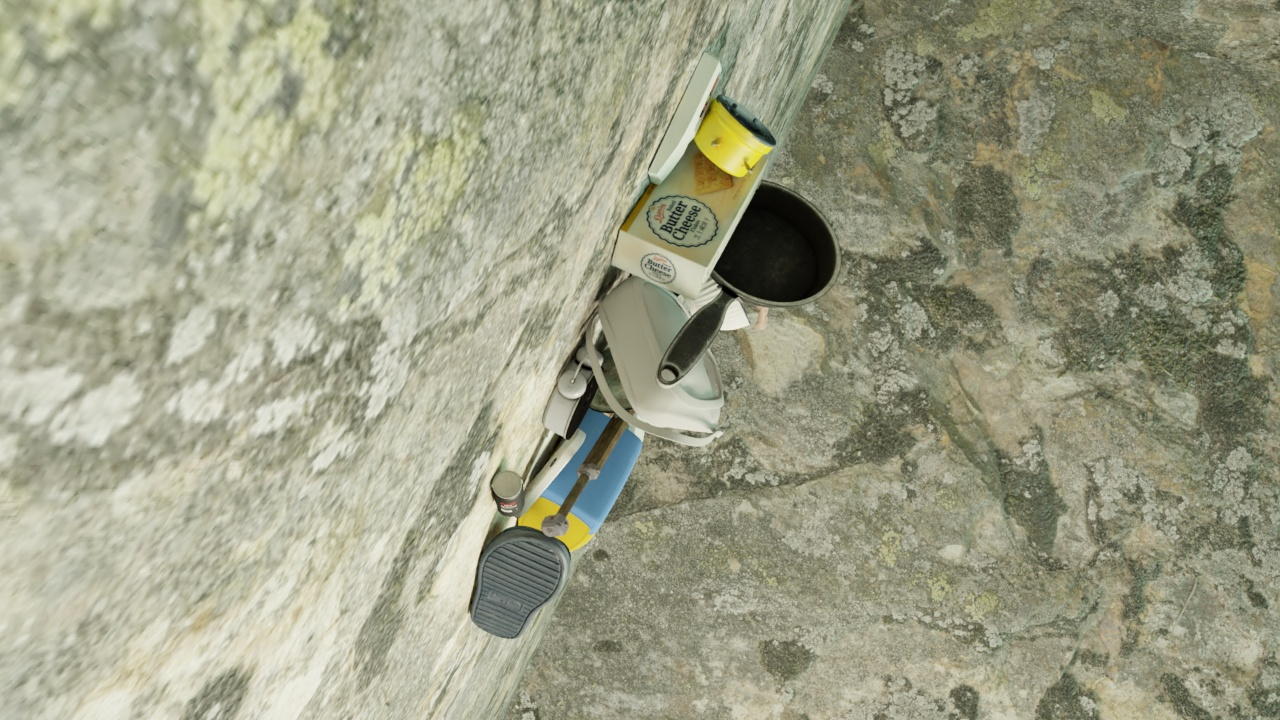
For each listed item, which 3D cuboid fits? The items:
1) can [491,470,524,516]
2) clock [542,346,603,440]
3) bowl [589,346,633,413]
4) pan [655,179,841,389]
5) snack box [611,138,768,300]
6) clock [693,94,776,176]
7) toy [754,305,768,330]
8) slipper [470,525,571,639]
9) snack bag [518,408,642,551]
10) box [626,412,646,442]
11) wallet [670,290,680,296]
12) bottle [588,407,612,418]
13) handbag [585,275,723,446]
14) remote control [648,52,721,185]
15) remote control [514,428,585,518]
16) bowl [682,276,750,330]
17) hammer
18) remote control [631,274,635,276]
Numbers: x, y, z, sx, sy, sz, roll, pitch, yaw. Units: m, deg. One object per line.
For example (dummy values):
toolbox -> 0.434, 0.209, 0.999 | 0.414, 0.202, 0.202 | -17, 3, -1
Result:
can -> -0.137, 0.139, 0.955 | 0.031, 0.031, 0.081 | -62, 175, -22
clock -> -0.076, 0.035, 1.057 | 0.123, 0.035, 0.094 | 109, 8, -45
bowl -> -0.007, 0.007, 1.193 | 0.038, 0.158, 0.157 | 65, 33, -24
pan -> 0.106, -0.083, 1.041 | 0.355, 0.187, 0.055 | -53, 174, -33
snack box -> 0.057, -0.169, 1.030 | 0.058, 0.104, 0.207 | 105, 12, -52
clock -> 0.102, -0.253, 1.016 | 0.057, 0.083, 0.118 | -49, -157, 27
toy -> 0.129, -0.182, 1.264 | 0.264, 0.065, 0.196 | -104, -176, -58
slipper -> -0.148, 0.257, 1.129 | 0.264, 0.101, 0.082 | 119, -6, -47
snack bag -> -0.099, 0.184, 1.259 | 0.206, 0.102, 0.158 | -52, -174, 48
box -> -0.004, 0.020, 1.337 | 0.083, 0.066, 0.199 | 171, -72, -78
wallet -> 0.043, -0.112, 1.245 | 0.114, 0.026, 0.089 | -40, -161, -22
bottle -> -0.059, 0.073, 1.376 | 0.044, 0.044, 0.109 | -61, 173, -34
handbag -> 0.040, 0.011, 1.080 | 0.096, 0.215, 0.222 | -27, 161, 22
remote control -> 0.051, -0.255, 0.974 | 0.049, 0.024, 0.143 | 17, 98, -85
remote control -> -0.112, 0.137, 1.109 | 0.136, 0.013, 0.043 | -50, -169, 10
bowl -> 0.086, -0.086, 1.150 | 0.062, 0.118, 0.118 | -26, 179, 7
hammer -> -0.046, 0.103, 1.123 | 0.028, 0.147, 0.315 | 65, 34, -24
remote control -> 0.013, -0.143, 1.214 | 0.050, 0.011, 0.135 | 98, 17, -69
